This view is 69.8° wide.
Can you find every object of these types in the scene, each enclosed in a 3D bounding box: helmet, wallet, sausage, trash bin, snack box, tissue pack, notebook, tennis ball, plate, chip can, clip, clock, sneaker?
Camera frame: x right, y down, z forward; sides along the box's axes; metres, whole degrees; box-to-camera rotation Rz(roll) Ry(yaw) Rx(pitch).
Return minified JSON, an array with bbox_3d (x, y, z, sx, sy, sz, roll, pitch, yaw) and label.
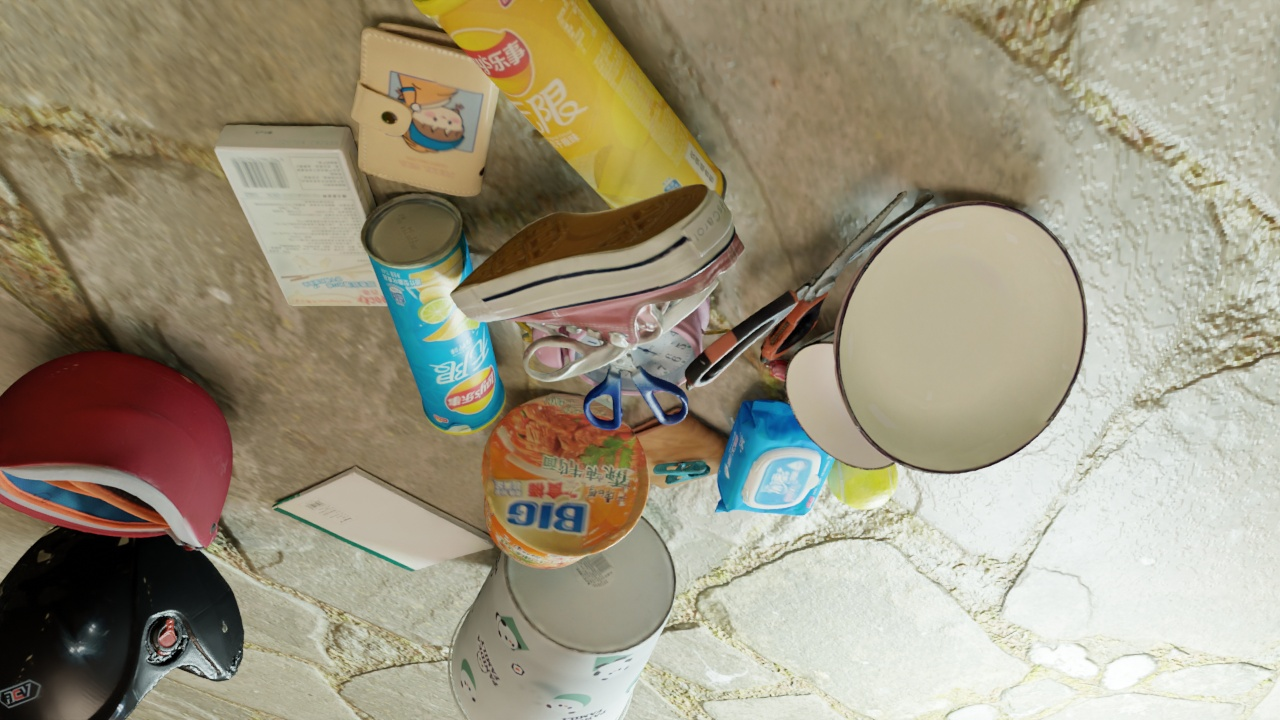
[{"bbox_3d":[-0.464,0.075,0.811,0.207,0.143,0.241,33,148,-34],"label":"helmet"},{"bbox_3d":[0.030,0.090,0.899,0.116,0.020,0.101,-27,134,37],"label":"wallet"},{"bbox_3d":[0.171,0.027,0.802,0.155,0.020,0.020,20,140,-21],"label":"sausage"},{"bbox_3d":[-0.084,0.291,1.021,0.229,0.229,0.253,11,138,-11],"label":"trash bin"},{"bbox_3d":[-0.230,-0.098,0.652,0.085,0.026,0.157,1,144,2],"label":"snack box"},{"bbox_3d":[-0.601,0.297,1.020,0.234,0.274,0.230,-19,113,13],"label":"helmet"},{"bbox_3d":[0.127,0.096,0.850,0.095,0.052,0.157,3,133,-11],"label":"tissue pack"},{"bbox_3d":[-0.294,0.191,1.061,0.151,0.012,0.209,-23,137,31],"label":"notebook"},{"bbox_3d":[0.211,0.109,0.872,0.065,0.065,0.066,2,144,1],"label":"tennis ball"},{"bbox_3d":[-0.135,-0.155,0.573,0.087,0.024,0.115,7,145,-14],"label":"wallet"},{"bbox_3d":[0.220,-0.016,0.649,0.192,0.039,0.192,-2,102,-12],"label":"plate"},{"bbox_3d":[-0.031,-0.153,0.527,0.072,0.072,0.213,-21,138,28],"label":"chip can"},{"bbox_3d":[-0.153,-0.027,0.704,0.071,0.071,0.211,1,144,2],"label":"chip can"},{"bbox_3d":[0.042,0.108,0.894,0.055,0.013,0.037,-15,142,28],"label":"clip"},{"bbox_3d":[-0.021,-0.029,0.703,0.158,0.059,0.117,19,142,-21],"label":"clock"},{"bbox_3d":[-0.028,-0.040,0.560,0.242,0.118,0.088,-4,126,48],"label":"sneaker"}]

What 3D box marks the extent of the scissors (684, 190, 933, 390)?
[{"bbox_3d":[0.116,-0.043,0.666,0.188,0.015,0.224,-29,162,-12],"label":"scissors"}]

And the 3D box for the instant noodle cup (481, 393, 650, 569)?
[{"bbox_3d":[-0.078,0.121,0.849,0.151,0.151,0.112,11,151,-12],"label":"instant noodle cup"}]

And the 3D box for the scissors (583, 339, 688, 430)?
[{"bbox_3d":[-0.021,0.007,0.693,0.144,0.012,0.170,-28,135,33],"label":"scissors"}]

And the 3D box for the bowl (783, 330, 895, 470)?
[{"bbox_3d":[0.182,0.023,0.739,0.116,0.066,0.117,31,139,32],"label":"bowl"}]
